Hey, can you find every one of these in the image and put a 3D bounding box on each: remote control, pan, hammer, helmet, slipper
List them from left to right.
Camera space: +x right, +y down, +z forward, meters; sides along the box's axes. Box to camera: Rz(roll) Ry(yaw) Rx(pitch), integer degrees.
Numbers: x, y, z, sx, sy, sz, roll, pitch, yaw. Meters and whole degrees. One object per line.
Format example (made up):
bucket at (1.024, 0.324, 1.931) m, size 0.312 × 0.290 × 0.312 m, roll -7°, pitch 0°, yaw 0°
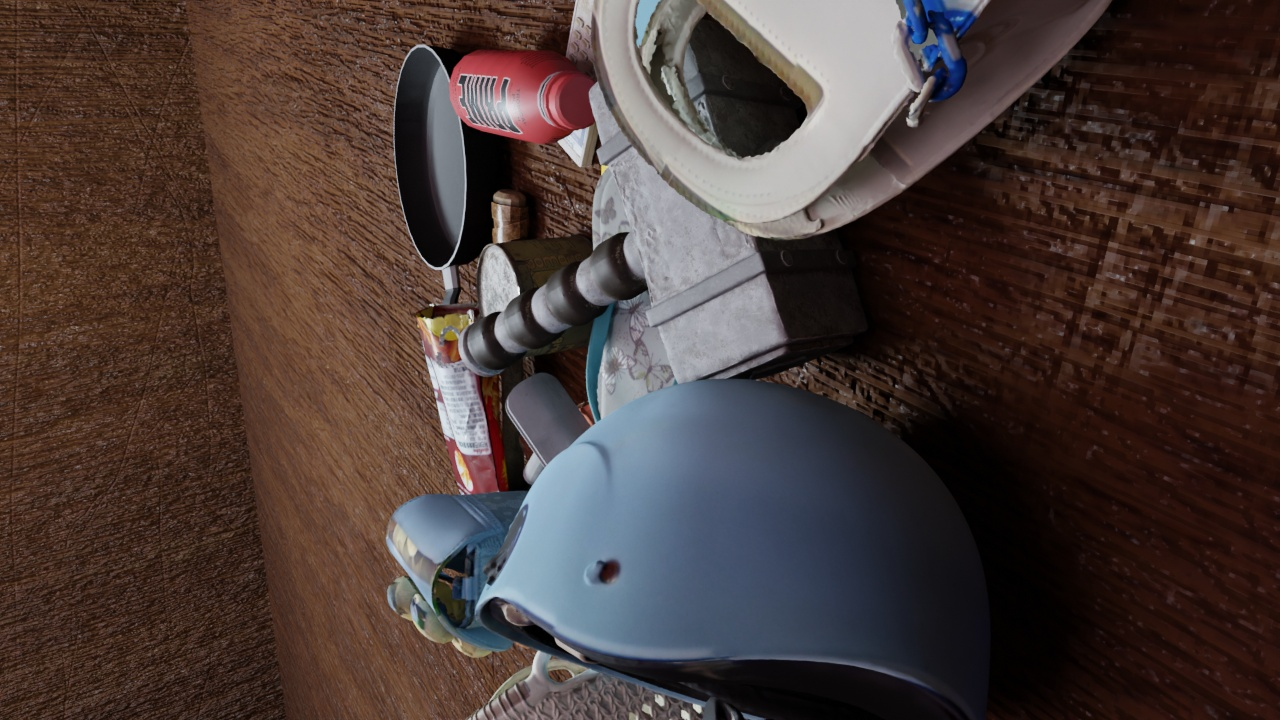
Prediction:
pan at (-0.175, -0.114, 0.867) m, size 0.204 × 0.044 × 0.355 m, roll -1°, pitch 97°, yaw 60°
hammer at (-0.116, 0.008, 0.828) m, size 0.121 × 0.048 × 0.319 m, roll 31°, pitch 124°, yaw 54°
remote control at (-0.038, -0.209, 0.651) m, size 0.050 × 0.011 × 0.136 m, roll 53°, pitch 141°, yaw 36°
hammer at (-0.032, -0.043, 0.555) m, size 0.327 × 0.079 × 0.177 m, roll -25°, pitch 78°, yaw 44°
slipper at (-0.004, 0.004, 0.600) m, size 0.098 × 0.054 × 0.269 m, roll -4°, pitch 96°, yaw 37°
helmet at (0.045, 0.105, 0.449) m, size 0.266 × 0.225 × 0.166 m, roll -32°, pitch 35°, yaw 55°

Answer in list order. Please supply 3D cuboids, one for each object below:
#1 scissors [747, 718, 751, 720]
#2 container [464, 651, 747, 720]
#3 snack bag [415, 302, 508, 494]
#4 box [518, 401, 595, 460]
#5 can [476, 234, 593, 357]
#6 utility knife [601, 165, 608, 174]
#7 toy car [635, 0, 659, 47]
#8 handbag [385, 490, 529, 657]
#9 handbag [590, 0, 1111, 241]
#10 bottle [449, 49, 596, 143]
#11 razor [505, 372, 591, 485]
scissors at (0.093, 0.233, 0.581) m, size 0.142 × 0.014 × 0.175 m, roll -11°, pitch 94°, yaw 62°
container at (-0.031, 0.260, 0.641) m, size 0.143 × 0.184 × 0.247 m, roll 56°, pitch 152°, yaw 15°
snack bag at (-0.154, 0.056, 0.800) m, size 0.139 × 0.066 × 0.208 m, roll 13°, pitch 109°, yaw 62°
box at (-0.047, 0.054, 0.722) m, size 0.187 × 0.056 × 0.059 m, roll -30°, pitch 42°, yaw 57°
can at (-0.075, -0.049, 0.707) m, size 0.090 × 0.074 × 0.090 m, roll 28°, pitch 123°, yaw 55°
utility knife at (-0.018, -0.128, 0.642) m, size 0.030 × 0.017 × 0.151 m, roll 28°, pitch 124°, yaw 47°
toy car at (0.013, -0.203, 0.554) m, size 0.060 × 0.027 × 0.108 m, roll 60°, pitch 155°, yaw 28°
handbag at (-0.089, 0.157, 0.679) m, size 0.122 × 0.191 × 0.118 m, roll 19°, pitch 102°, yaw 54°
handbag at (0.059, -0.154, 0.362) m, size 0.200 × 0.092 × 0.200 m, roll -51°, pitch 57°, yaw 24°
bottle at (-0.080, -0.189, 0.654) m, size 0.177 × 0.062 × 0.062 m, roll 30°, pitch 125°, yaw 56°
razor at (-0.073, 0.072, 0.712) m, size 0.088 × 0.047 × 0.116 m, roll 54°, pitch 153°, yaw 11°
